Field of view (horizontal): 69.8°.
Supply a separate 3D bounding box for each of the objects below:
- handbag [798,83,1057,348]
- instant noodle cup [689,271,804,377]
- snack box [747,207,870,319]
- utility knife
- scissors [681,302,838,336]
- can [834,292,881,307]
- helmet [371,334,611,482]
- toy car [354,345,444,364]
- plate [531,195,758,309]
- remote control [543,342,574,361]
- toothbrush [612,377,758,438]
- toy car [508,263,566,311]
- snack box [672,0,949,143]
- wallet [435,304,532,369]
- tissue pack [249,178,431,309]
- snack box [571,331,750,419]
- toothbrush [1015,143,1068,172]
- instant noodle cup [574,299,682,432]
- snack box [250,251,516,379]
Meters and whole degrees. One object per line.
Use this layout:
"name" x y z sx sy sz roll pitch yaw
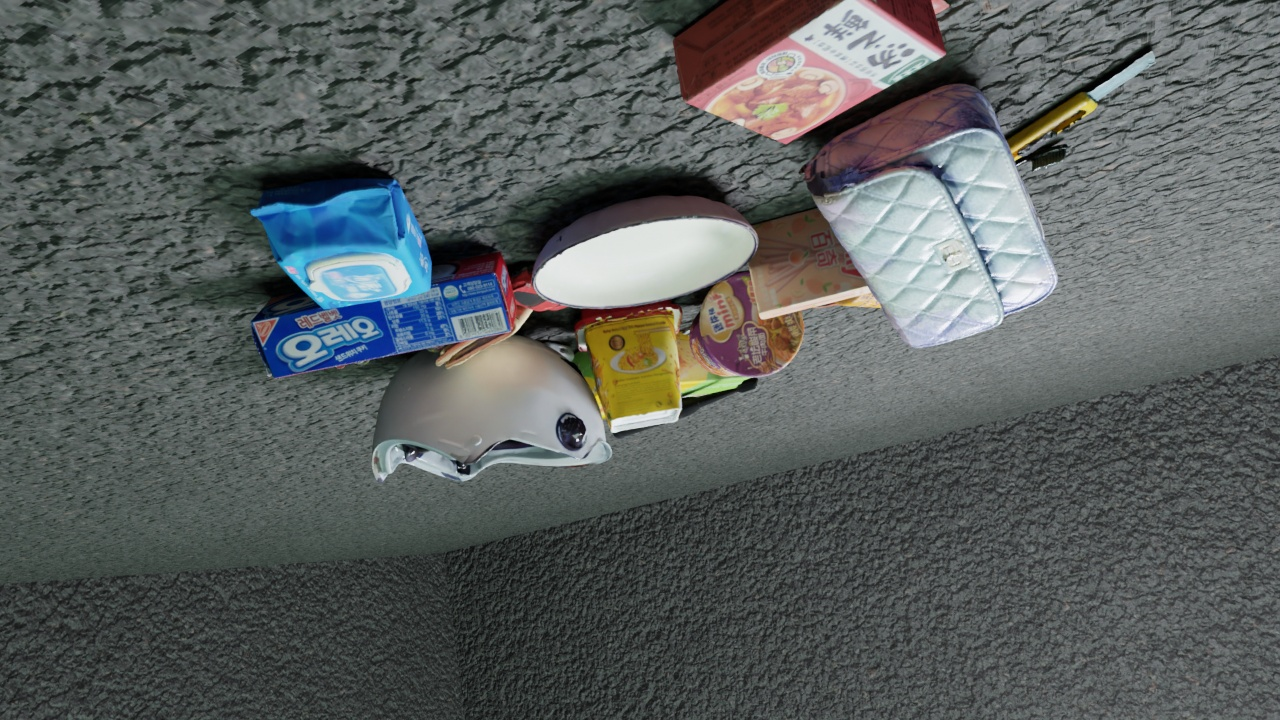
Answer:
"handbag" 0.221 -0.099 0.685 0.134 0.075 0.194 -21 132 27
"instant noodle cup" 0.104 -0.029 0.980 0.111 0.111 0.099 -7 172 -13
"snack box" 0.173 -0.095 0.805 0.157 0.084 0.026 -14 163 12
"utility knife" 0.314 -0.179 0.721 0.033 0.015 0.207 -6 165 -27
"scissors" 0.165 -0.057 1.074 0.162 0.021 0.235 3 160 -45
"can" 0.261 -0.084 0.966 0.145 0.058 0.058 1 162 -37
"helmet" -0.157 0.047 0.982 0.258 0.145 0.230 3 167 -38
"toy car" -0.222 -0.031 0.826 0.120 0.052 0.045 -8 129 -1
"plate" 0.001 -0.094 0.773 0.192 0.039 0.192 -10 166 -3
"remote control" -0.145 0.007 1.096 0.136 0.020 0.055 -20 164 30
"toothbrush" 0.054 0.058 1.146 0.213 0.026 0.027 -21 -163 31
"toy car" -0.087 -0.063 0.848 0.049 0.031 0.106 -19 166 34
"snack box" 0.103 -0.175 0.523 0.113 0.044 0.127 -23 161 41
"wallet" -0.145 -0.023 0.851 0.087 0.024 0.115 -26 -168 6
"tissue pack" -0.204 -0.080 0.651 0.095 0.052 0.157 -10 166 -5
"snack box" 0.013 0.020 1.162 0.209 0.070 0.158 -3 163 -26
"toothbrush" 0.290 -0.149 0.825 0.014 0.016 0.190 3 162 -45
"instant noodle cup" -0.006 0.006 0.984 0.116 0.123 0.116 -9 166 -4
"snack box" -0.211 -0.037 0.762 0.207 0.057 0.058 -12 -154 2
